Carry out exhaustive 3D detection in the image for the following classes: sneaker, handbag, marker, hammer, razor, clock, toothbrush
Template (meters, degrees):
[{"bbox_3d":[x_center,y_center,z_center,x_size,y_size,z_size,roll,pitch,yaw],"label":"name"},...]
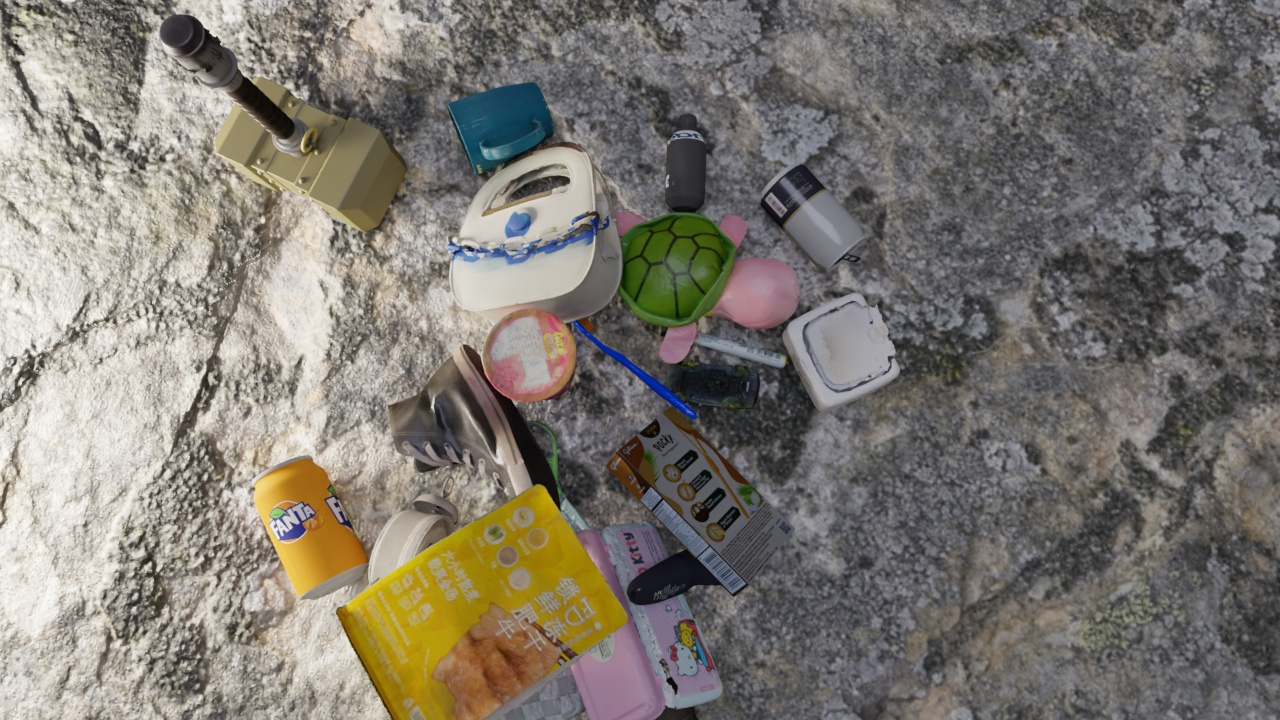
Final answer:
[{"bbox_3d":[-0.175,0.108,0.972,0.120,0.095,0.234,-36,75,4],"label":"sneaker"},{"bbox_3d":[-0.117,-0.143,0.995,0.201,0.093,0.199,-12,72,23],"label":"handbag"},{"bbox_3d":[0.093,-0.016,1.022,0.146,0.017,0.017,16,83,6],"label":"marker"},{"bbox_3d":[-0.015,0.445,0.919,0.237,0.101,0.143,-37,74,-8],"label":"sneaker"},{"bbox_3d":[-0.143,0.329,0.932,0.171,0.123,0.112,-17,66,0],"label":"handbag"},{"bbox_3d":[-0.382,-0.253,0.932,0.190,0.325,0.100,25,83,7],"label":"hammer"},{"bbox_3d":[0.044,0.219,0.940,0.052,0.142,0.047,32,120,38],"label":"razor"},{"bbox_3d":[-0.239,0.191,0.980,0.061,0.103,0.156,14,57,12],"label":"clock"},{"bbox_3d":[-0.006,0.006,1.013,0.182,0.016,0.018,38,80,17],"label":"toothbrush"}]

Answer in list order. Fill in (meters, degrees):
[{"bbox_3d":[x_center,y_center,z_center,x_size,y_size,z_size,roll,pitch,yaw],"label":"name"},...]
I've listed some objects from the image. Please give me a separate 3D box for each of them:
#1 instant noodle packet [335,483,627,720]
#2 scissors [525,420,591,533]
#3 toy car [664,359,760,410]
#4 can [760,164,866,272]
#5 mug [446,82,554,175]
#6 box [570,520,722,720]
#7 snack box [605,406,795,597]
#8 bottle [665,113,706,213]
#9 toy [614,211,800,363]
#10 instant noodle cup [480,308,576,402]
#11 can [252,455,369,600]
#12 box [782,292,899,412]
[{"bbox_3d":[-0.143,0.241,0.863,0.221,0.084,0.163,-34,70,-7],"label":"instant noodle packet"},{"bbox_3d":[-0.088,0.143,1.012,0.078,0.033,0.175,-39,85,-5],"label":"scissors"},{"bbox_3d":[0.080,0.027,1.008,0.105,0.033,0.048,6,84,18],"label":"toy car"},{"bbox_3d":[0.193,-0.153,1.012,0.064,0.064,0.127,-40,81,-3],"label":"can"},{"bbox_3d":[-0.151,-0.261,1.034,0.104,0.084,0.112,-23,40,-8],"label":"mug"},{"bbox_3d":[-0.012,0.259,0.921,0.149,0.073,0.201,-17,60,-13],"label":"box"},{"bbox_3d":[0.064,0.144,0.962,0.186,0.032,0.100,45,45,9],"label":"snack box"},{"bbox_3d":[0.052,-0.224,1.041,0.047,0.047,0.112,1,81,4],"label":"bottle"},{"bbox_3d":[0.057,-0.093,1.001,0.238,0.088,0.189,24,73,16],"label":"toy"},{"bbox_3d":[-0.110,0.003,0.986,0.098,0.108,0.097,-1,81,3],"label":"instant noodle cup"},{"bbox_3d":[-0.357,0.180,0.990,0.079,0.079,0.142,-29,81,-1],"label":"can"},{"bbox_3d":[0.219,-0.010,0.985,0.102,0.076,0.107,-24,83,1],"label":"box"}]
